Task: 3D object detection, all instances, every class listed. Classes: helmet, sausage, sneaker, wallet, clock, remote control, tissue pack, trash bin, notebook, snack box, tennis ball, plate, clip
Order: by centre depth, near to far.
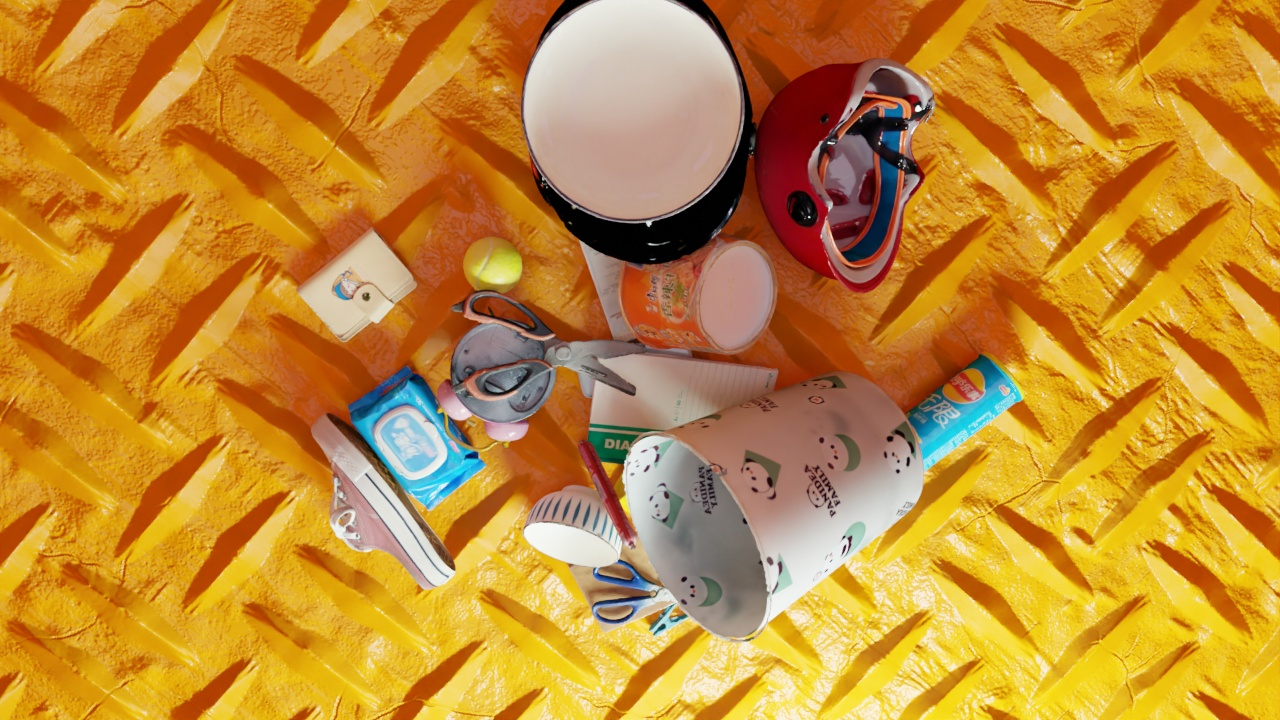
[{"bbox_3d":[-0.007,-0.218,0.803,0.192,0.039,0.192,1,101,3],"label":"plate"},{"bbox_3d":[-0.002,-0.243,0.930,0.233,0.230,0.274,-10,62,-1],"label":"helmet"},{"bbox_3d":[0.149,0.136,0.981,0.251,0.230,0.229,-23,103,-29],"label":"trash bin"},{"bbox_3d":[0.202,-0.202,0.983,0.206,0.144,0.240,-25,124,-41],"label":"helmet"},{"bbox_3d":[-0.166,-0.106,1.029,0.065,0.065,0.065,-1,101,-3],"label":"tennis ball"},{"bbox_3d":[-0.166,0.028,1.045,0.117,0.060,0.158,27,85,-9],"label":"clock"},{"bbox_3d":[-0.038,0.151,1.046,0.020,0.020,0.155,-30,57,2],"label":"sausage"},{"bbox_3d":[-0.321,-0.083,1.047,0.115,0.024,0.087,-38,101,3],"label":"wallet"},{"bbox_3d":[-0.313,0.174,1.054,0.088,0.118,0.241,-35,97,-6],"label":"sneaker"},{"bbox_3d":[-0.014,-0.105,1.056,0.085,0.027,0.157,-19,101,0],"label":"snack box"},{"bbox_3d":[-0.260,0.092,1.067,0.095,0.052,0.157,-35,100,4],"label":"tissue pack"},{"bbox_3d":[-0.006,0.006,1.080,0.136,0.020,0.056,-11,101,1],"label":"remote control"},{"bbox_3d":[0.045,0.064,1.082,0.209,0.012,0.151,6,115,-4],"label":"notebook"},{"bbox_3d":[-0.018,0.273,1.133,0.115,0.020,0.101,-26,99,5],"label":"wallet"},{"bbox_3d":[0.034,0.324,1.147,0.055,0.013,0.037,-39,100,3],"label":"clip"}]

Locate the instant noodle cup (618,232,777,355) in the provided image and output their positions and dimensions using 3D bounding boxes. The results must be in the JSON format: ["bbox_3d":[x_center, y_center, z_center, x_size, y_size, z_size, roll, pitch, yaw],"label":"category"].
[{"bbox_3d":[0.068,-0.075,0.991,0.151,0.111,0.151,-12,109,-37],"label":"instant noodle cup"}]

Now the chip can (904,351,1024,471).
[{"bbox_3d":[0.346,0.081,1.089,0.210,0.071,0.071,-38,100,5],"label":"chip can"}]

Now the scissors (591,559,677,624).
[{"bbox_3d":[0.019,0.276,1.117,0.170,0.012,0.144,-29,100,6],"label":"scissors"}]

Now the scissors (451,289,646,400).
[{"bbox_3d":[-0.109,-0.009,1.017,0.224,0.015,0.189,-30,95,-10],"label":"scissors"}]

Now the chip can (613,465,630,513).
[{"bbox_3d":[0.068,0.198,1.090,0.213,0.072,0.072,38,96,-12],"label":"chip can"}]

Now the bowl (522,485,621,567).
[{"bbox_3d":[-0.074,0.189,1.078,0.116,0.117,0.066,21,57,-7],"label":"bowl"}]
